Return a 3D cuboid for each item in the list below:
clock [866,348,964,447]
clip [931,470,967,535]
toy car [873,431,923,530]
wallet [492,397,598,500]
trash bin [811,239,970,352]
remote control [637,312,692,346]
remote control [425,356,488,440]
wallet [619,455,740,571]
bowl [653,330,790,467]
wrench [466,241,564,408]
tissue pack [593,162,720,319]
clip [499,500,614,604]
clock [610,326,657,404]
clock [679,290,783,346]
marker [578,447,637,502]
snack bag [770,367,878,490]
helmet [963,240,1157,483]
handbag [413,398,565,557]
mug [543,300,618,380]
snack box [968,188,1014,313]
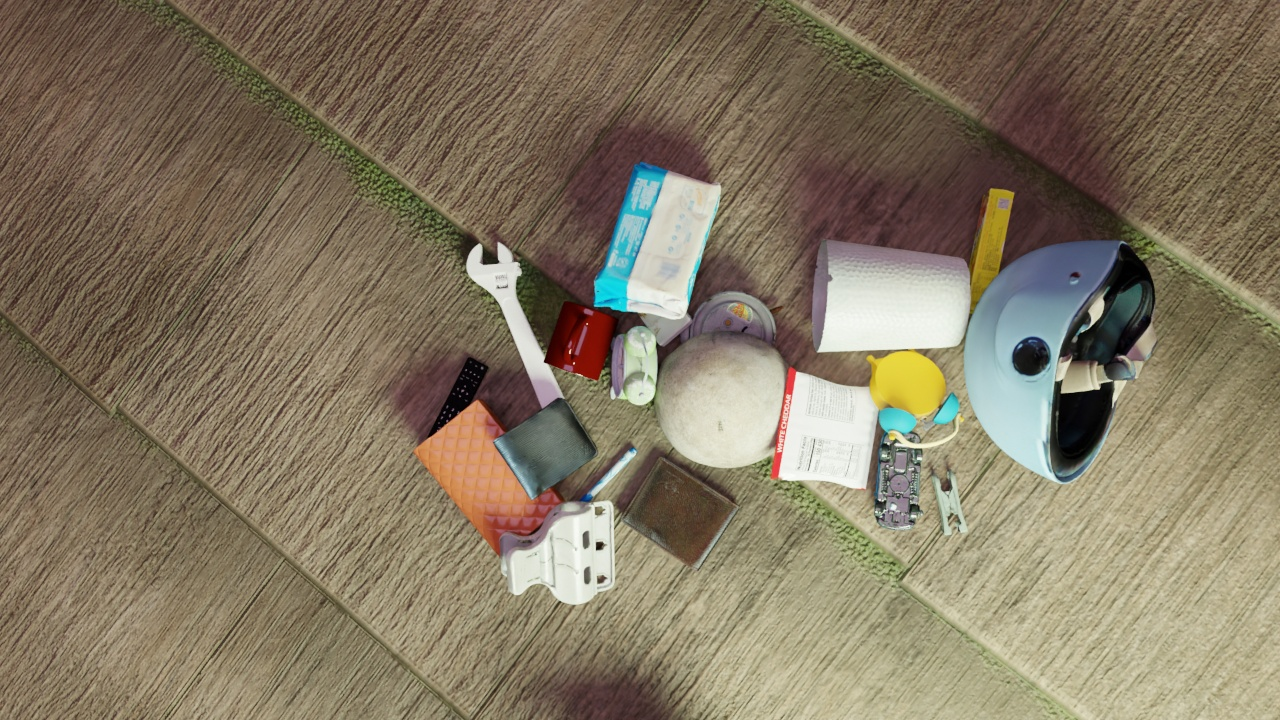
[{"bbox_3d":[0.323,0.043,1.092,0.099,0.044,0.129,-13,63,-11],"label":"clock"},{"bbox_3d":[0.371,0.171,1.104,0.045,0.023,0.076,-12,87,6],"label":"clip"},{"bbox_3d":[0.311,0.143,1.102,0.056,0.043,0.120,5,84,9],"label":"toy car"},{"bbox_3d":[-0.114,0.107,1.139,0.114,0.026,0.089,-34,90,-29],"label":"wallet"},{"bbox_3d":[0.291,-0.072,1.079,0.161,0.133,0.133,3,87,3],"label":"trash bin"},{"bbox_3d":[0.011,-0.084,1.151,0.050,0.011,0.135,-41,63,15],"label":"remote control"},{"bbox_3d":[-0.245,0.064,1.206,0.030,0.009,0.140,28,91,9],"label":"remote control"},{"bbox_3d":[0.048,0.191,1.148,0.120,0.031,0.099,33,89,10],"label":"wallet"},{"bbox_3d":[0.099,0.058,1.091,0.178,0.081,0.178,3,109,8],"label":"bowl"},{"bbox_3d":[-0.152,-0.031,1.195,0.066,0.018,0.273,-25,85,7],"label":"wrench"},{"bbox_3d":[0.022,-0.143,1.124,0.117,0.066,0.209,14,67,9],"label":"tissue pack"},{"bbox_3d":[-0.099,0.238,1.125,0.144,0.075,0.125,-6,104,-20],"label":"clip"},{"bbox_3d":[-0.007,0.007,1.128,0.042,0.119,0.094,0,88,-13],"label":"clock"},{"bbox_3d":[0.101,-0.034,1.137,0.148,0.056,0.104,4,89,7],"label":"clock"},{"bbox_3d":[-0.056,0.163,1.172,0.013,0.013,0.142,45,94,8],"label":"marker"},{"bbox_3d":[0.226,0.085,1.095,0.144,0.039,0.130,11,88,-27],"label":"snack bag"},{"bbox_3d":[0.454,-0.003,1.017,0.167,0.225,0.265,12,87,46],"label":"helmet"},{"bbox_3d":[-0.192,0.149,1.165,0.109,0.060,0.172,-39,91,-3],"label":"handbag"},{"bbox_3d":[-0.076,-0.025,1.137,0.073,0.105,0.082,19,90,6],"label":"mug"},{"bbox_3d":[0.417,-0.130,1.104,0.029,0.040,0.148,12,89,9],"label":"snack box"}]
